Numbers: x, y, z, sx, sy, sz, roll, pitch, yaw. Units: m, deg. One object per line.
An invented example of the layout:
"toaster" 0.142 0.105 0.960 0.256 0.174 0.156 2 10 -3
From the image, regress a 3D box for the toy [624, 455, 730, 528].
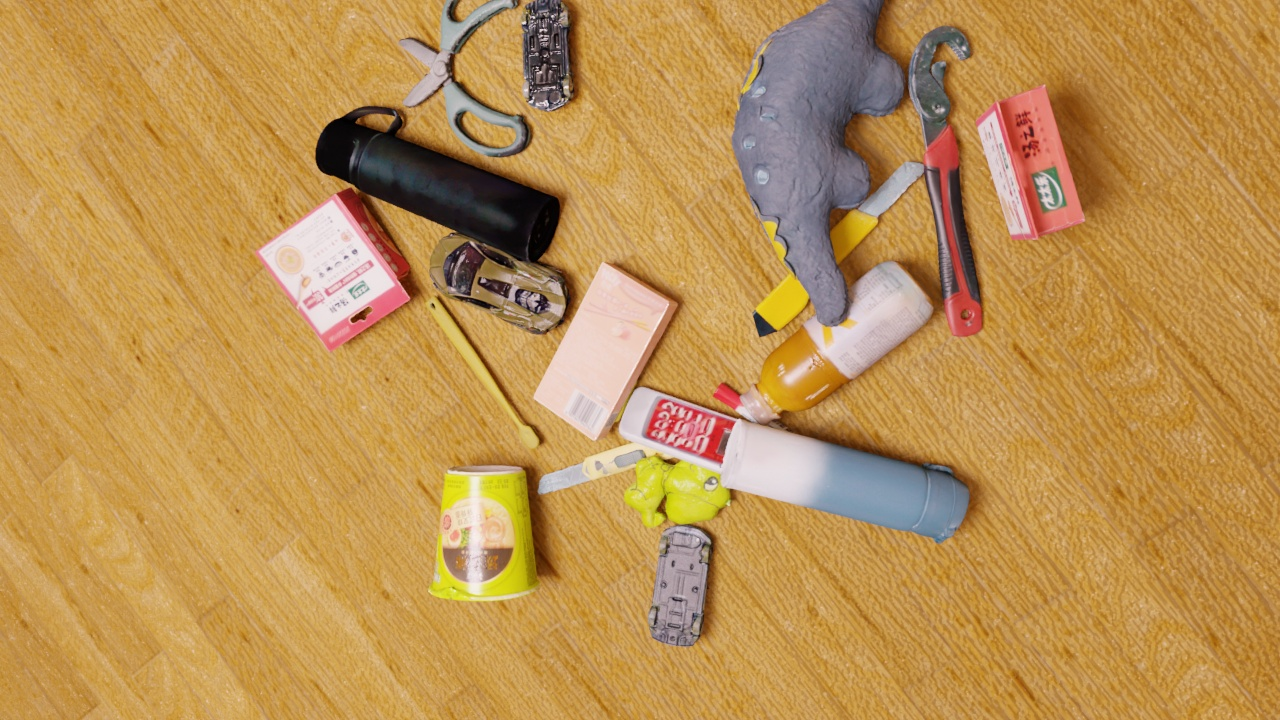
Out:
"toy" 0.039 0.128 0.904 0.100 0.031 0.097 23 101 4

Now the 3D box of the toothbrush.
"toothbrush" -0.161 0.012 0.948 0.016 0.016 0.190 -38 86 16

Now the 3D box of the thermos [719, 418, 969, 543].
"thermos" 0.186 0.109 0.833 0.220 0.070 0.070 14 100 -2

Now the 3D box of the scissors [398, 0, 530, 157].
"scissors" -0.154 -0.288 0.907 0.171 0.019 0.170 -43 88 13

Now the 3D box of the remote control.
"remote control" 0.048 0.069 0.888 0.136 0.020 0.055 19 75 15

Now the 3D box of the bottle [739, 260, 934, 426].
"bottle" 0.174 -0.011 0.836 0.190 0.068 0.068 -40 87 15

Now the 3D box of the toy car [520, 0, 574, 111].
"toy car" -0.088 -0.292 0.882 0.049 0.031 0.105 1 96 14

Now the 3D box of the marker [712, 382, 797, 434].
"marker" 0.134 0.068 0.883 0.145 0.017 0.017 34 103 7

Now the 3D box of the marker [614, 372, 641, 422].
"marker" -0.005 0.005 0.910 0.018 0.015 0.124 28 100 22

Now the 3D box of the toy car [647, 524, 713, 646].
"toy car" 0.041 0.224 0.916 0.054 0.036 0.120 7 89 13

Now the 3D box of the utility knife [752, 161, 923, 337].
"utility knife" 0.182 -0.102 0.850 0.033 0.015 0.216 45 105 4

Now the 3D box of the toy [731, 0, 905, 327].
"toy" 0.153 -0.213 0.798 0.138 0.091 0.356 13 92 12

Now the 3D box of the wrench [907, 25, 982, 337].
"wrench" 0.274 -0.156 0.815 0.056 0.016 0.273 -8 97 -7

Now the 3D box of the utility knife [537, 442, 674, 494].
"utility knife" -0.013 0.100 0.926 0.205 0.021 0.031 -18 88 19

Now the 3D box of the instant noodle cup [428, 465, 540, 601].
"instant noodle cup" -0.157 0.169 0.925 0.112 0.111 0.123 -1 89 13

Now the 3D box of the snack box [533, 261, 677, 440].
"snack box" -0.036 -0.009 0.900 0.084 0.026 0.157 33 103 21

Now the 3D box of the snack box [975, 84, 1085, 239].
"snack box" 0.319 -0.159 0.752 0.044 0.127 0.113 -17 93 15

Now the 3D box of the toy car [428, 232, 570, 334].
"toy car" -0.144 -0.077 0.920 0.158 0.042 0.070 22 101 13

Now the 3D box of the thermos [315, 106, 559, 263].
"thermos" -0.197 -0.182 0.906 0.242 0.068 0.090 24 85 10

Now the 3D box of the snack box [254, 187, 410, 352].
"snack box" -0.309 -0.093 0.947 0.113 0.044 0.127 -30 103 15
